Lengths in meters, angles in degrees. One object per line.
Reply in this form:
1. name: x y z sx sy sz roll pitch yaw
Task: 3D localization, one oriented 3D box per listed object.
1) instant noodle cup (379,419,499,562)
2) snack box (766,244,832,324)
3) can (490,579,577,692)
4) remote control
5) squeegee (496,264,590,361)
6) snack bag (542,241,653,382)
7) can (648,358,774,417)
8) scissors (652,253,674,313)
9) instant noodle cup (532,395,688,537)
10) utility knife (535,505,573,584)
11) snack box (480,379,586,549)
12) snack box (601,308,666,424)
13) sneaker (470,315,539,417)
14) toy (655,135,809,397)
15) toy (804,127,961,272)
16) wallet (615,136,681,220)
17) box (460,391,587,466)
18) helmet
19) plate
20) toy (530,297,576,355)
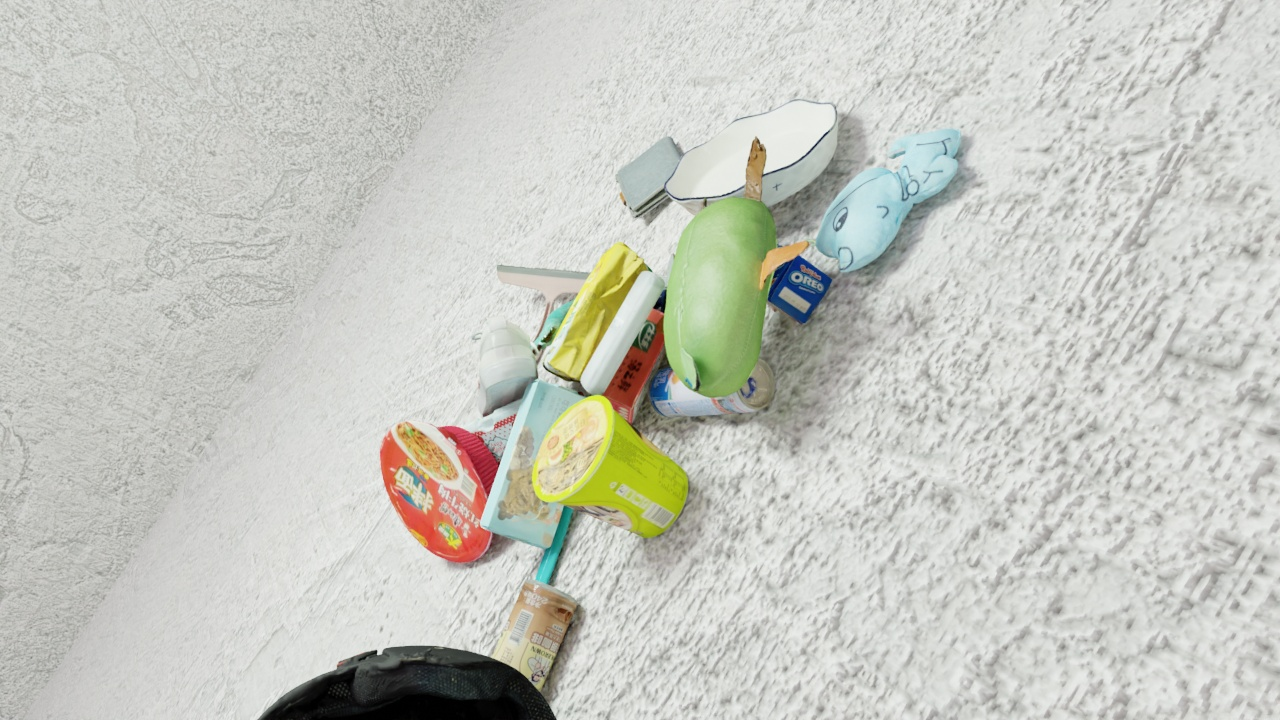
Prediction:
1. instant noodle cup: -0.235 0.152 1.140 0.194 0.194 0.065 -24 5 43
2. snack box: 0.118 -0.100 0.963 0.057 0.058 0.207 -56 29 5
3. can: -0.110 0.280 0.906 0.059 0.058 0.116 -5 56 54
4. remote control: -0.018 -0.027 0.924 0.136 0.020 0.056 -60 16 3
5. squeegee: -0.159 -0.012 1.304 0.248 0.040 0.249 10 73 40
6. snack bag: -0.050 -0.047 1.075 0.158 0.068 0.246 -61 6 -4
7. can: 0.068 0.027 0.907 0.135 0.053 0.053 -9 53 53
8. scissors: 0.041 -0.089 1.094 0.164 0.012 0.161 -10 36 38
9. instant noodle cup: -0.022 0.111 0.884 0.112 0.123 0.111 -35 36 30
10. utility knife: -0.103 0.227 0.996 0.029 0.013 0.186 -21 42 50
11. snack box: -0.113 0.114 1.017 0.052 0.074 0.174 -18 53 69
12. snack box: -0.006 0.006 0.988 0.127 0.044 0.113 101 -165 -73
13. sneaker: -0.168 0.010 1.134 0.242 0.089 0.090 108 147 -74
14. toy: 0.076 -0.073 0.850 0.228 0.090 0.246 -32 42 57
15. toy: 0.226 -0.151 0.863 0.157 0.050 0.161 -23 37 41
16. wallet: 0.016 -0.256 1.299 0.107 0.037 0.129 -35 34 13
17. box: -0.160 0.090 1.137 0.202 0.098 0.095 -26 41 41
18. helmet: -0.194 0.356 0.748 0.231 0.274 0.233 126 143 -66
19. plate: 0.127 -0.222 1.027 0.205 0.045 0.204 -24 29 14
20. toy: -0.118 -0.041 1.216 0.097 0.030 0.091 -46 7 18
